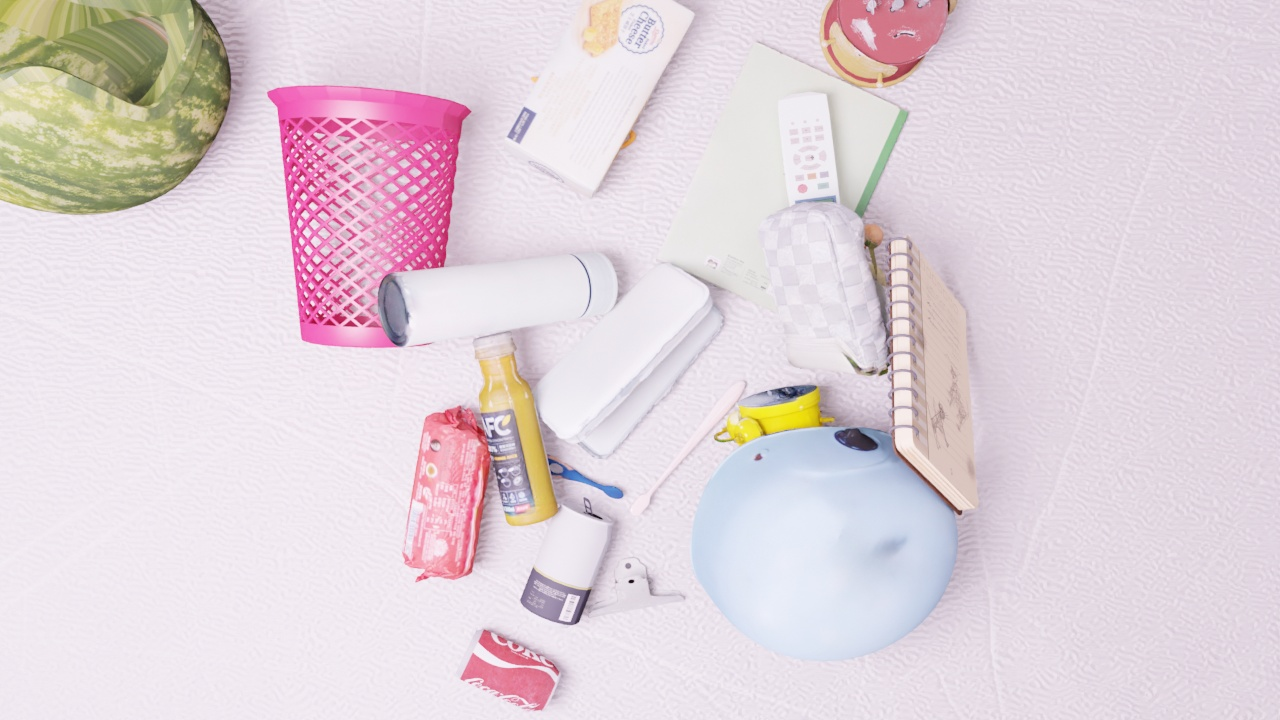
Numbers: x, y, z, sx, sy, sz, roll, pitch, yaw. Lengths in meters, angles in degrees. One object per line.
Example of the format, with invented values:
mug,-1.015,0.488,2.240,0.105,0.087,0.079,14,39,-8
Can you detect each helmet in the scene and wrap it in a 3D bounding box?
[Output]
helmet,-0.509,-0.245,0.832,0.244,0.246,0.213,-44,71,37
helmet,0.190,0.184,0.867,0.265,0.167,0.226,-8,115,-18

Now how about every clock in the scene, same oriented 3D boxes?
clock,0.130,0.060,0.924,0.118,0.083,0.057,-13,96,-4
clock,0.258,-0.359,0.928,0.117,0.081,0.159,36,89,-1

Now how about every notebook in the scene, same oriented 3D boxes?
notebook,0.272,0.010,0.855,0.024,0.167,0.225,-15,53,34
notebook,0.149,-0.183,0.961,0.182,0.010,0.252,24,89,-1

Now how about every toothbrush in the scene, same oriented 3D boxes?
toothbrush,-0.080,0.115,0.952,0.135,0.017,0.021,22,85,1
toothbrush,0.049,0.090,0.955,0.015,0.018,0.181,41,86,-2

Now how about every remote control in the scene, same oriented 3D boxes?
remote control,0.173,-0.202,0.942,0.049,0.024,0.143,-7,90,2

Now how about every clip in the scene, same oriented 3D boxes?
clip,-0.008,0.236,0.946,0.101,0.038,0.054,-10,102,-2

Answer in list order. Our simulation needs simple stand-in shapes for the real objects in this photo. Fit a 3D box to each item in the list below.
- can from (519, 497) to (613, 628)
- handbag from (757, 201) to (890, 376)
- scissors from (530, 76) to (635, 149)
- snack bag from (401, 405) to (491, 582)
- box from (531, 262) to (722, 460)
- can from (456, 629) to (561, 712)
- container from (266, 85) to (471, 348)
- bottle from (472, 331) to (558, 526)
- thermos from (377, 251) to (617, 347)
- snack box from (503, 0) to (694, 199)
can,-0.072,0.200,0.925,0.064,0.064,0.127,21,89,-1
handbag,0.193,-0.077,0.899,0.123,0.113,0.171,-28,109,-28
scissors,-0.055,-0.271,0.955,0.125,0.011,0.129,27,87,-3
snack bag,-0.190,0.135,0.915,0.082,0.082,0.176,9,90,-1
box,-0.004,0.006,0.947,0.216,0.110,0.107,-44,48,-3
can,-0.133,0.315,0.929,0.096,0.054,0.054,26,89,-1
container,-0.258,-0.131,0.878,0.183,0.183,0.226,2,97,-2
bottle,-0.125,0.066,0.895,0.053,0.053,0.186,-12,97,-2
thermos,-0.128,-0.061,0.865,0.229,0.068,0.068,-13,90,-38
snack box,-0.042,-0.278,0.921,0.104,0.057,0.208,29,88,-4
